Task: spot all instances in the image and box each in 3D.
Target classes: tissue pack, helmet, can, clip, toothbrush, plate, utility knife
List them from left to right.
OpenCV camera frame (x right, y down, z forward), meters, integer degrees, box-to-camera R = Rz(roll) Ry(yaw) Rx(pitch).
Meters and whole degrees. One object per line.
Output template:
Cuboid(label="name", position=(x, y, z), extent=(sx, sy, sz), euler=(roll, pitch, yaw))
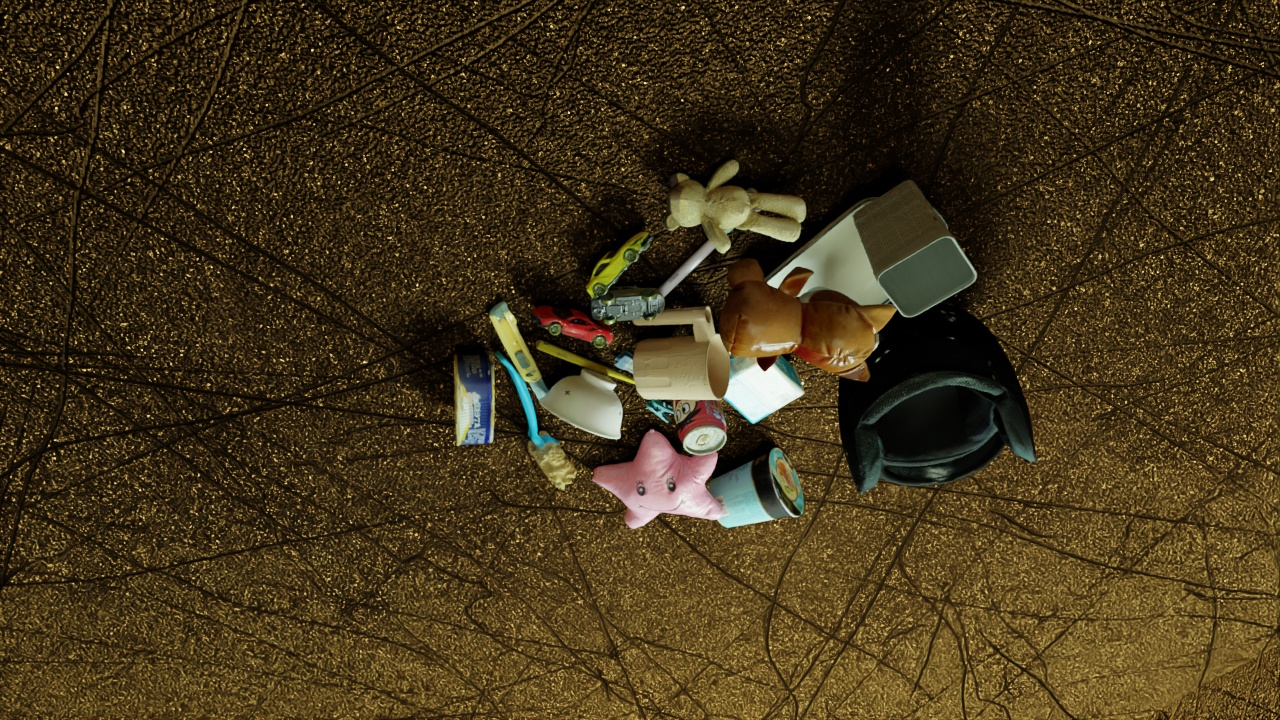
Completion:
Cuboid(label="can", position=(-0.217, 0.052, 1.195), extent=(0.049, 0.074, 0.148), euler=(-2, 136, -13))
Cuboid(label="utility knife", position=(-0.152, -0.003, 1.196), extent=(0.031, 0.021, 0.207), euler=(-11, 142, 9))
Cuboid(label="toothbrush", position=(-0.054, 0.007, 1.221), extent=(0.190, 0.015, 0.017), euler=(21, 124, -29))
Cuboid(label="clip", position=(-0.007, 0.009, 1.230), extent=(0.057, 0.033, 0.025), euler=(29, 122, -31))
Cuboid(label="clip", position=(0.031, 0.069, 1.306), extent=(0.040, 0.014, 0.056), euler=(-35, 133, 24))
Cuboid(label="can", position=(0.080, 0.076, 1.262), extent=(0.066, 0.093, 0.067), euler=(-6, 137, -6))
Cuboid(label="toothbrush", position=(0.077, -0.132, 1.096), extent=(0.190, 0.029, 0.021), euler=(-44, 166, 32))
Cuboid(label="tissue pack", position=(0.152, 0.021, 1.241), extent=(0.090, 0.063, 0.140), euler=(-33, 133, 20))
Cuboid(label="plate", position=(0.250, -0.112, 1.141), extent=(0.162, 0.034, 0.266), euler=(27, 125, -34))
Cuboid(label="helmet", position=(0.376, 0.057, 1.206), extent=(0.234, 0.229, 0.275), euler=(-11, 148, 13))

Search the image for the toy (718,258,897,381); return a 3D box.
Cuboid(label="toy", position=(0.193, -0.045, 1.092), extent=(0.199, 0.130, 0.140), euler=(13, 138, 7))

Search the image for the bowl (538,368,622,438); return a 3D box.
Cuboid(label="bowl", position=(-0.067, 0.049, 1.214), extent=(0.118, 0.118, 0.065), euler=(22, 96, -30))

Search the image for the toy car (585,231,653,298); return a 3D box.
Cuboid(label="toy car", position=(-0.027, -0.116, 1.077), extent=(0.032, 0.048, 0.105), euler=(44, 121, -5))

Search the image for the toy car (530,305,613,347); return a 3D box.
Cuboid(label="toy car", position=(-0.084, -0.046, 1.134), extent=(0.106, 0.049, 0.031), euler=(14, 108, -26))

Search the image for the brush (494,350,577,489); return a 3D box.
Cuboid(label="brush", position=(-0.145, 0.084, 1.256), extent=(0.045, 0.083, 0.255), euler=(-30, 131, -13))

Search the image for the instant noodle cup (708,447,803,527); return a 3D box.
Cuboid(label="instant noodle cup", position=(0.174, 0.205, 1.420), extent=(0.121, 0.111, 0.111), euler=(-23, 137, 26))

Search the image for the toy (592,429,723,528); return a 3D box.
Cuboid(label="toy", position=(0.023, 0.176, 1.373), extent=(0.195, 0.074, 0.179), euler=(-6, 118, 12))

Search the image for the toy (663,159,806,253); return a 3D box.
Cuboid(label="toy", position=(0.105, -0.167, 1.020), extent=(0.157, 0.105, 0.066), euler=(9, 178, 2))

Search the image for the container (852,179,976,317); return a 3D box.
Cuboid(label="container", position=(0.300, -0.129, 1.021), extent=(0.090, 0.114, 0.090), euler=(-31, 134, 21))

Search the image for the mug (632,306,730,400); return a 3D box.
Cuboid(label="mug", position=(0.048, -0.008, 1.165), extent=(0.104, 0.084, 0.125), euler=(-2, 117, 26))

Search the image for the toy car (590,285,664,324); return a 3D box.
Cuboid(label="toy car", position=(-0.016, -0.072, 1.128), extent=(0.090, 0.035, 0.042), euler=(-3, 138, 0))
